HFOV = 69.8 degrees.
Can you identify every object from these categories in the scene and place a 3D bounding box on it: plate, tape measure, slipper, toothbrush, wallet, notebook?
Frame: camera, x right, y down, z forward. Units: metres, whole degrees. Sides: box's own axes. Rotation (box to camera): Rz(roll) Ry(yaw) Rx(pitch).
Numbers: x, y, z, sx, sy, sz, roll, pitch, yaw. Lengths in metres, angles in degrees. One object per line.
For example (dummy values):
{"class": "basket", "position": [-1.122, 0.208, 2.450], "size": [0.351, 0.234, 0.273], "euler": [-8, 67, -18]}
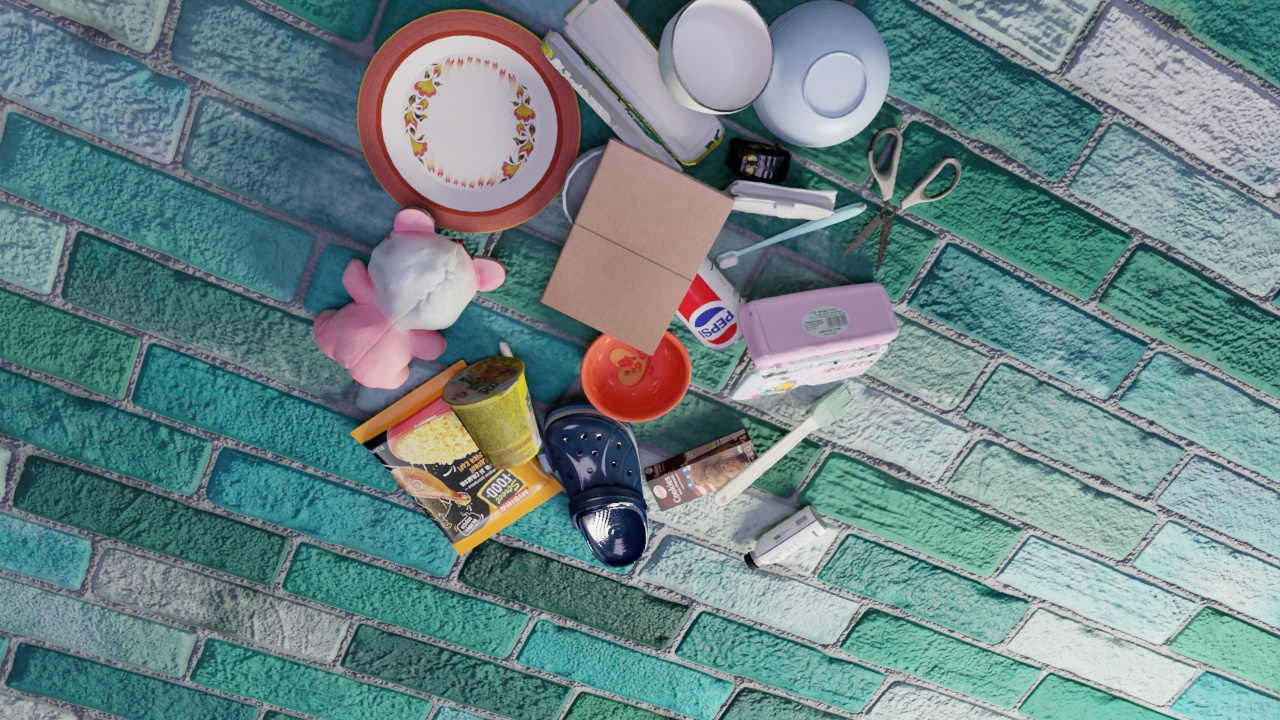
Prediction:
{"class": "plate", "position": [-0.178, -0.247, 0.963], "size": [0.230, 0.021, 0.230], "euler": [-2, 116, -4]}
{"class": "tape measure", "position": [0.128, -0.215, 0.980], "size": [0.062, 0.067, 0.038], "euler": [7, 112, -8]}
{"class": "slipper", "position": [-0.043, 0.164, 1.138], "size": [0.105, 0.095, 0.253], "euler": [-14, 120, 5]}
{"class": "toothbrush", "position": [-0.138, 0.058, 1.113], "size": [0.017, 0.016, 0.189], "euler": [-15, 113, 6]}
{"class": "wallet", "position": [0.148, -0.169, 0.998], "size": [0.116, 0.086, 0.032], "euler": [5, 90, -6]}
{"class": "toothbrush", "position": [0.173, -0.144, 1.049], "size": [0.181, 0.016, 0.016], "euler": [-21, 124, 4]}
{"class": "notebook", "position": [-0.008, -0.115, 0.978], "size": [0.141, 0.008, 0.210], "euler": [26, 123, -3]}

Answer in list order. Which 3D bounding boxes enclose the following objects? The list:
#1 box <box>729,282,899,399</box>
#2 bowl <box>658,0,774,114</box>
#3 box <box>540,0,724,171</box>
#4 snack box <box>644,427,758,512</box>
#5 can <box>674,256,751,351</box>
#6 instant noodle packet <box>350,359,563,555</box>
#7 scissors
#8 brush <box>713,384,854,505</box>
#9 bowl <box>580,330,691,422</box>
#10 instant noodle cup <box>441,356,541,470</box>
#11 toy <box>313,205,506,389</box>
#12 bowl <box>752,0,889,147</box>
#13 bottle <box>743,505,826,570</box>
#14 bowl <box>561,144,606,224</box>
{"class": "box", "position": [0.194, -0.021, 1.068], "size": [0.201, 0.103, 0.101], "euler": [-10, 75, -26]}
{"class": "bowl", "position": [0.068, -0.302, 0.918], "size": [0.116, 0.066, 0.116], "euler": [-3, 98, -23]}
{"class": "box", "position": [-0.001, -0.272, 0.935], "size": [0.084, 0.080, 0.210], "euler": [-39, 114, 18]}
{"class": "snack box", "position": [0.080, 0.140, 1.168], "size": [0.141, 0.031, 0.051], "euler": [-23, 116, 6]}
{"class": "can", "position": [0.064, -0.077, 1.040], "size": [0.070, 0.070, 0.132], "euler": [-38, 113, 13]}
{"class": "instant noodle packet", "position": [-0.221, 0.125, 1.131], "size": [0.160, 0.032, 0.221], "euler": [-33, 114, 3]}
{"class": "scissors", "position": [0.288, -0.186, 1.034], "size": [0.157, 0.012, 0.169], "euler": [-21, 112, 2]}
{"class": "brush", "position": [0.177, 0.108, 1.146], "size": [0.217, 0.012, 0.033], "euler": [-40, 111, -2]}
{"class": "bowl", "position": [-0.006, 0.006, 1.088], "size": [0.130, 0.045, 0.131], "euler": [-2, 116, -4]}
{"class": "instant noodle cup", "position": [-0.164, 0.064, 1.063], "size": [0.102, 0.102, 0.108], "euler": [-17, 119, 3]}
{"class": "toy", "position": [-0.260, -0.063, 1.011], "size": [0.142, 0.084, 0.213], "euler": [40, 109, -21]}
{"class": "bowl", "position": [0.192, -0.288, 0.947], "size": [0.150, 0.074, 0.151], "euler": [-2, 117, -4]}
{"class": "bottle", "position": [0.190, 0.240, 1.223], "size": [0.116, 0.041, 0.041], "euler": [-36, 114, 12]}
{"class": "bowl", "position": [-0.036, -0.187, 0.987], "size": [0.106, 0.039, 0.106], "euler": [-10, 129, -13]}
